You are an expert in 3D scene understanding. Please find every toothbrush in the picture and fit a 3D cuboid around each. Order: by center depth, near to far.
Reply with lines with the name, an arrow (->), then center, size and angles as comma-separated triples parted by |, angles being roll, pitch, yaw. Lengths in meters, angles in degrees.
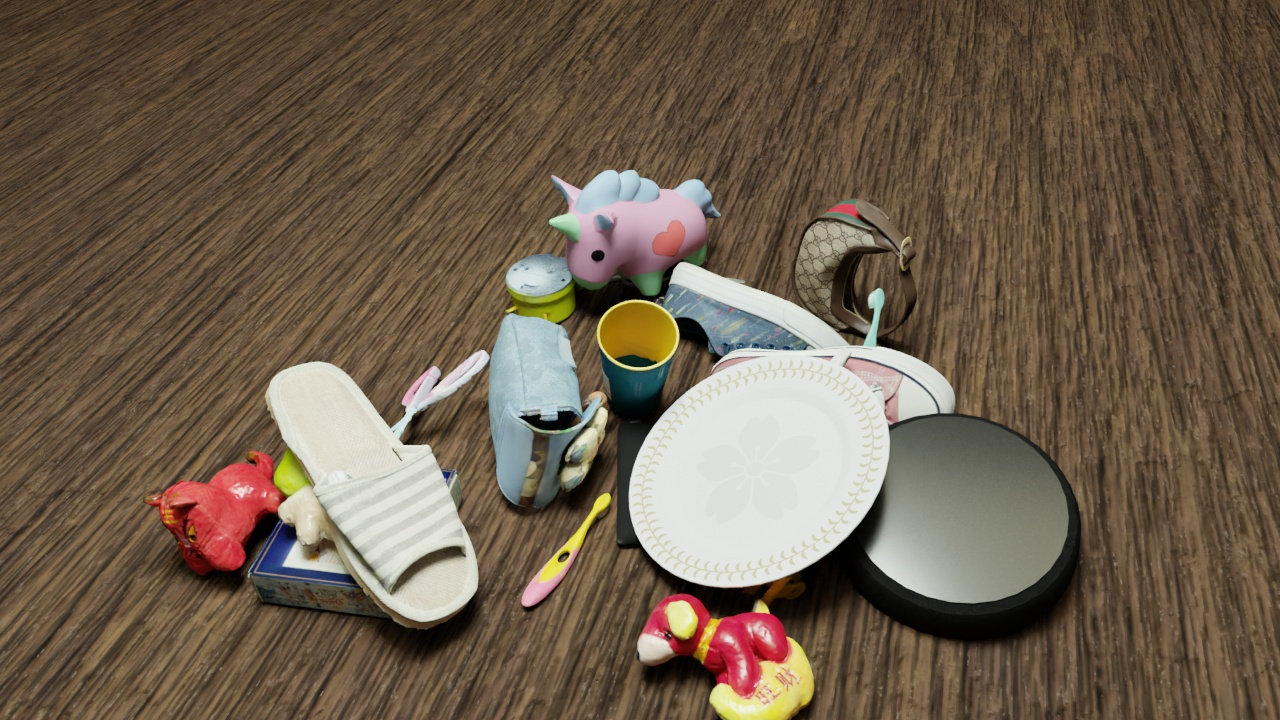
toothbrush -> -0.064, 0.171, 0.825 | 0.021, 0.016, 0.135 | 21, 49, 24
toothbrush -> 0.236, -0.007, 0.943 | 0.022, 0.135, 0.017 | 9, -6, -19

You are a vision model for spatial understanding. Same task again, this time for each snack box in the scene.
snack box -> -0.253, 0.157, 0.836 | 0.145, 0.043, 0.144 | 4, 41, 10

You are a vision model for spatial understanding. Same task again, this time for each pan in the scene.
pan -> 0.195, 0.127, 0.806 | 0.356, 0.044, 0.203 | 5, 55, 17

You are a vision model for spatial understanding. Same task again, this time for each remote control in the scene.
remote control -> -0.003, 0.113, 0.880 | 0.041, 0.020, 0.151 | -4, 43, 2

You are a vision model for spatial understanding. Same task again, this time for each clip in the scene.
clip -> 0.114, 0.186, 0.770 | 0.045, 0.054, 0.048 | 38, 31, 17

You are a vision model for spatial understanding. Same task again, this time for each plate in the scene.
plate -> 0.101, 0.094, 0.814 | 0.243, 0.016, 0.242 | -19, 43, 19

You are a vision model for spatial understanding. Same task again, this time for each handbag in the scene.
handbag -> -0.089, 0.046, 0.901 | 0.118, 0.122, 0.191 | 5, 37, -15
handbag -> 0.236, -0.095, 0.985 | 0.138, 0.167, 0.063 | 38, 57, 23

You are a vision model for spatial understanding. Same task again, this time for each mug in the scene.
mug -> -0.005, 0.005, 0.918 | 0.078, 0.122, 0.078 | 2, 60, -3

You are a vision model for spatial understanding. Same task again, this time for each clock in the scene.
clock -> -0.111, -0.092, 1.099 | 0.083, 0.057, 0.118 | 13, 44, 20

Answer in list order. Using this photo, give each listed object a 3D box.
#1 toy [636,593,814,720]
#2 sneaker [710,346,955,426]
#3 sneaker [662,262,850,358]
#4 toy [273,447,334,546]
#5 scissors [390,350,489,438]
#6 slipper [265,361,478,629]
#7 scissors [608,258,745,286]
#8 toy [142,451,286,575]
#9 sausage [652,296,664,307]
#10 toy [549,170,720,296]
toy -> 0.071, 0.226, 0.715 | 0.137, 0.067, 0.105 | 26, 45, 20
sneaker -> 0.178, 0.038, 0.890 | 0.241, 0.118, 0.087 | 5, 21, 19
sneaker -> 0.118, -0.029, 0.994 | 0.236, 0.087, 0.079 | 28, 82, 26
toy -> -0.280, 0.115, 0.820 | 0.092, 0.043, 0.117 | -3, 46, -14
scissors -> -0.217, 0.040, 0.932 | 0.169, 0.014, 0.170 | -29, 20, 22
slipper -> -0.231, 0.103, 0.788 | 0.114, 0.054, 0.272 | -16, 60, -46
scissors -> 0.041, -0.101, 1.128 | 0.175, 0.014, 0.141 | -3, 41, 6
toy -> -0.380, 0.119, 0.838 | 0.088, 0.094, 0.132 | -21, 31, 27
sausage -> 0.008, -0.026, 1.039 | 0.020, 0.020, 0.154 | 8, 43, 14
toy -> 0.001, -0.160, 1.060 | 0.221, 0.171, 0.120 | -33, 49, -19
